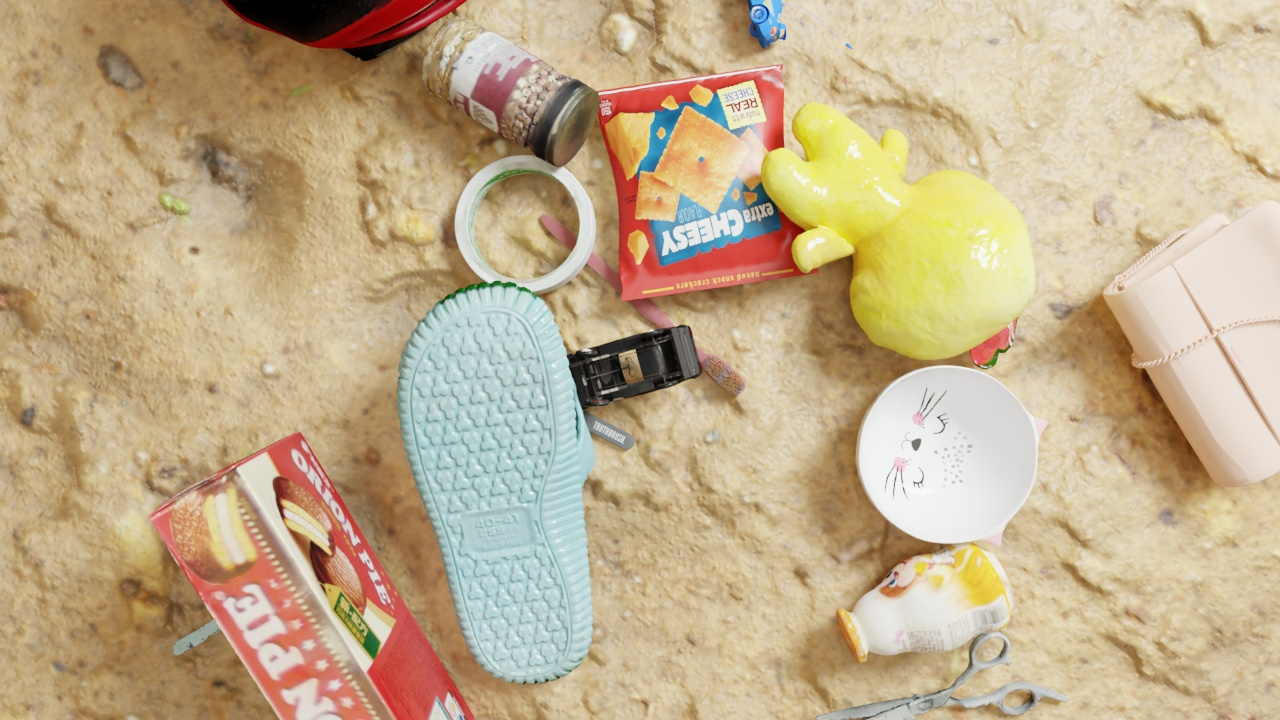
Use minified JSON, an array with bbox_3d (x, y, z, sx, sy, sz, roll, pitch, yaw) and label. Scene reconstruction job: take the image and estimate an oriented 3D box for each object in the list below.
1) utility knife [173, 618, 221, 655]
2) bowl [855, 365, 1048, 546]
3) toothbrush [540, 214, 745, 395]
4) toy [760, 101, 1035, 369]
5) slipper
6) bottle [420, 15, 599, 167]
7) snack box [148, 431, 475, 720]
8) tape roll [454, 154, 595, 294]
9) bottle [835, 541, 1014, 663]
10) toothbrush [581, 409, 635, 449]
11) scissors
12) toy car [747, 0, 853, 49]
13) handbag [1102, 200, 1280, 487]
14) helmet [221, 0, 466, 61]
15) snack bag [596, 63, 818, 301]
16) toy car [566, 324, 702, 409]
[{"bbox_3d":[-0.255,0.163,0.627,0.149,0.015,0.022,-33,96,2],"label":"utility knife"},{"bbox_3d":[0.196,0.060,0.608,0.115,0.050,0.114,0,90,0],"label":"bowl"},{"bbox_3d":[0.001,-0.039,0.628,0.184,0.015,0.015,41,92,2],"label":"toothbrush"},{"bbox_3d":[0.171,-0.080,0.589,0.207,0.092,0.133,36,77,3],"label":"toy"},{"bbox_3d":[-0.087,0.083,0.603,0.116,0.069,0.276,-7,105,1],"label":"slipper"},{"bbox_3d":[-0.085,-0.176,0.600,0.105,0.056,0.056,32,89,9],"label":"bottle"},{"bbox_3d":[-0.190,0.165,0.564,0.060,0.113,0.236,-29,97,0],"label":"snack box"},{"bbox_3d":[-0.078,-0.091,0.621,0.094,0.018,0.094,0,89,6],"label":"tape roll"},{"bbox_3d":[0.184,0.162,0.601,0.109,0.063,0.063,-22,90,0],"label":"bottle"},{"bbox_3d":[-0.078,0.019,0.629,0.167,0.013,0.013,28,89,-2],"label":"toothbrush"},{"bbox_3d":[0.206,0.238,0.626,0.160,0.014,0.120,-43,106,12],"label":"scissors"},{"bbox_3d":[0.101,-0.246,0.616,0.062,0.033,0.092,-13,90,7],"label":"toy car"},{"bbox_3d":[0.386,-0.020,0.540,0.116,0.187,0.199,-33,94,-8],"label":"handbag"},{"bbox_3d":[-0.166,-0.318,0.553,0.217,0.167,0.272,20,90,0],"label":"helmet"},{"bbox_3d":[0.042,-0.119,0.615,0.131,0.039,0.144,-8,86,0],"label":"snack bag"},{"bbox_3d":[-0.004,0.004,0.610,0.092,0.037,0.040,-15,91,25],"label":"toy car"}]
